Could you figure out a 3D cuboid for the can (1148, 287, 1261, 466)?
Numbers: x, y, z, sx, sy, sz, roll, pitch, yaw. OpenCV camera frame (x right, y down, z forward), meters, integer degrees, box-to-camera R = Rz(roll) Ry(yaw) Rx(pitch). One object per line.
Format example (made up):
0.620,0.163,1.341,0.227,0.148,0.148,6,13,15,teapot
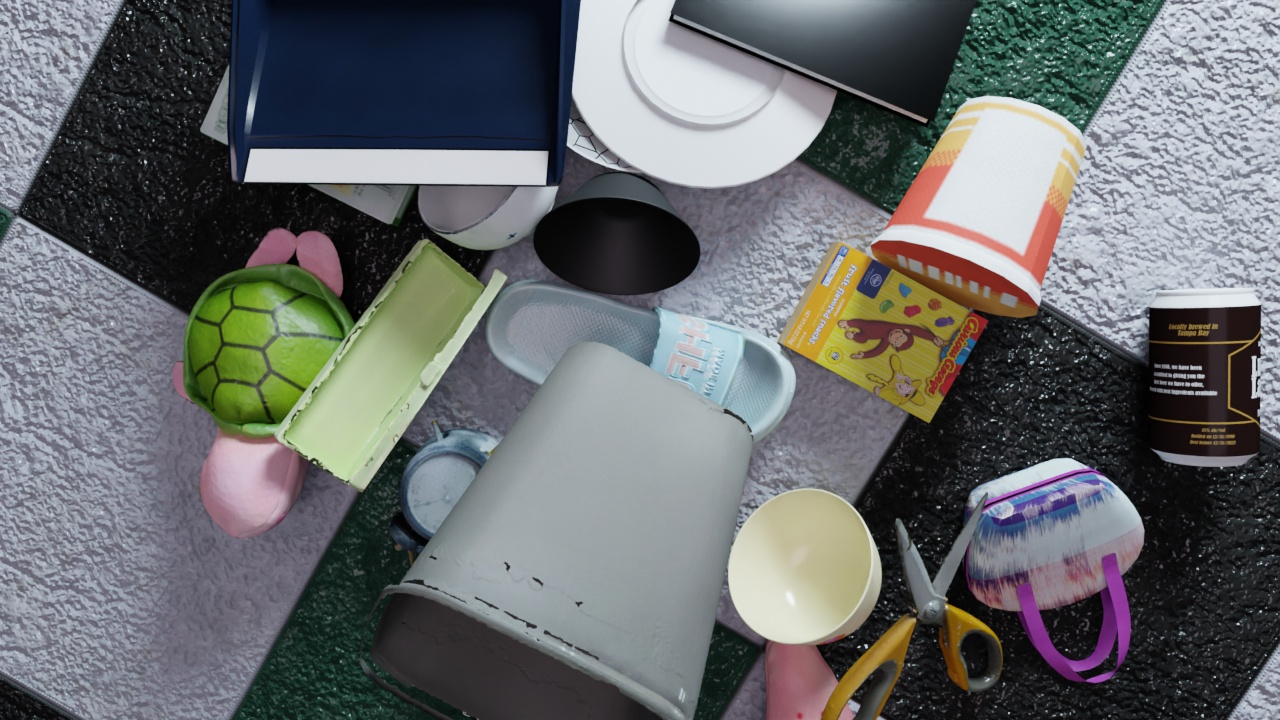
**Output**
0.422,0.011,0.689,0.072,0.072,0.128,-2,95,2,can

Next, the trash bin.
-0.039,0.129,0.613,0.197,0.198,0.219,28,51,-3,trash bin

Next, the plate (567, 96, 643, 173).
0.003,-0.229,0.693,0.188,0.016,0.188,1,81,-5,plate

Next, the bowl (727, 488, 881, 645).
0.137,0.167,0.706,0.118,0.118,0.074,-47,134,5,bowl

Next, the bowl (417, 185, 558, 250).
-0.106,-0.132,0.688,0.114,0.063,0.113,-16,59,29,bowl

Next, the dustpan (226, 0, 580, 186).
-0.165,-0.261,0.640,0.236,0.080,0.272,1,69,5,dustpan

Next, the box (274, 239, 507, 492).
-0.185,-0.002,0.678,0.083,0.092,0.187,33,73,-6,box

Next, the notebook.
0.143,-0.279,0.680,0.206,0.016,0.149,22,81,-2,notebook

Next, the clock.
-0.149,0.114,0.730,0.090,0.052,0.129,14,100,1,clock

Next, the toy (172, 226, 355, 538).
-0.287,0.015,0.707,0.190,0.087,0.238,11,89,7,toy

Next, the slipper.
-0.004,0.004,0.703,0.245,0.074,0.104,18,96,2,slipper

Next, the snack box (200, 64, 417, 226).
-0.238,-0.200,0.716,0.168,0.027,0.132,26,94,0,snack box

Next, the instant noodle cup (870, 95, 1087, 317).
0.251,-0.113,0.666,0.123,0.123,0.121,26,88,0,instant noodle cup

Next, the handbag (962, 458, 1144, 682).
0.331,0.171,0.716,0.144,0.068,0.170,-21,100,5,handbag

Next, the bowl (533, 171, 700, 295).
-0.016,-0.105,0.691,0.124,0.124,0.052,4,62,2,bowl

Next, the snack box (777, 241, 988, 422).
0.185,-0.022,0.710,0.126,0.040,0.088,28,95,-1,snack box

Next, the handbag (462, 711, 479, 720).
-0.058,0.220,0.704,0.153,0.114,0.125,30,91,2,handbag

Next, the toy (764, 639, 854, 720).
0.147,0.324,0.718,0.192,0.097,0.236,-15,88,-8,toy

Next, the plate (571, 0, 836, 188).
0.048,-0.230,0.680,0.208,0.015,0.208,1,81,-6,plate

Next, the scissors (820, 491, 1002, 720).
0.202,0.204,0.674,0.224,0.016,0.225,-38,123,-9,scissors
